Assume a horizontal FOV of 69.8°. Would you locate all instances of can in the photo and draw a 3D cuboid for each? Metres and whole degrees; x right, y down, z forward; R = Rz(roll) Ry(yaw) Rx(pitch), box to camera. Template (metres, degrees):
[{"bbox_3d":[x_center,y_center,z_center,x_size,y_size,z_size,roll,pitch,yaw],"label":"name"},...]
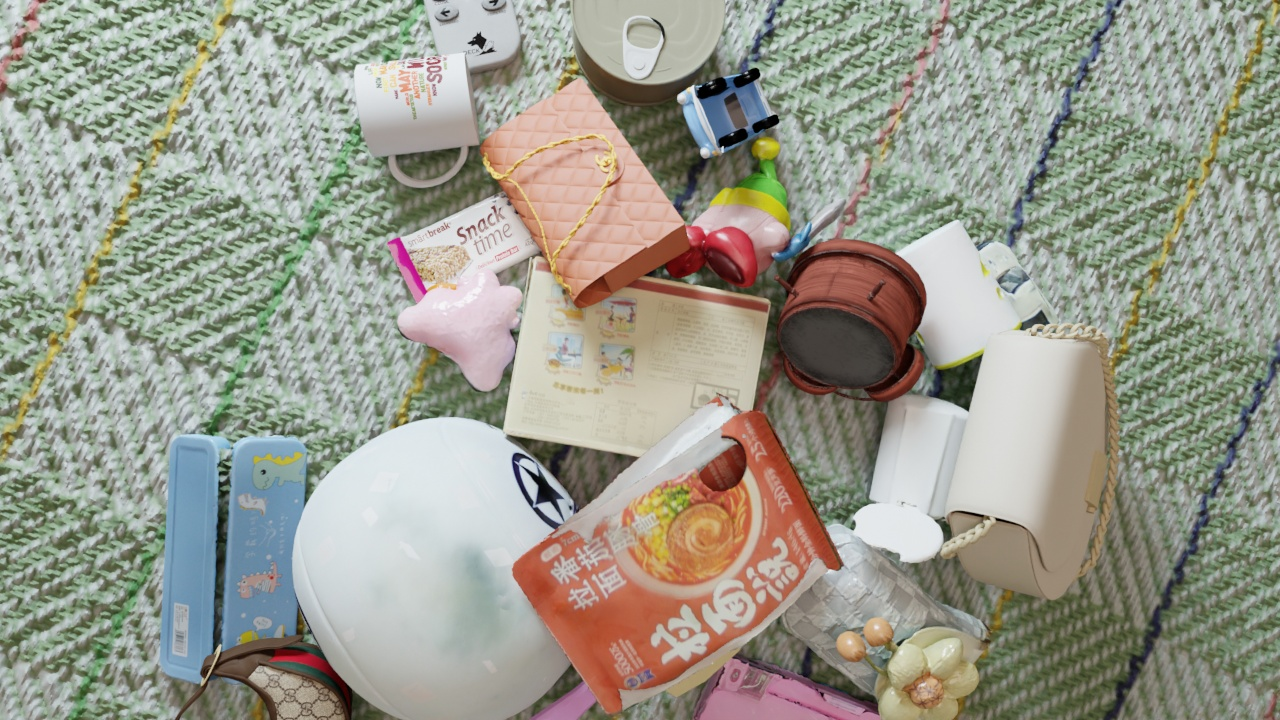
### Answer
[{"bbox_3d":[0.004,-0.289,0.786,0.128,0.073,0.128,0,90,-5],"label":"can"}]

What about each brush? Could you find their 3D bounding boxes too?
[{"bbox_3d":[0.002,0.246,0.758,0.228,0.043,0.089,-33,104,-27],"label":"brush"}]

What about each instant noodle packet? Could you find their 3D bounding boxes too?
[{"bbox_3d":[0.026,0.154,0.719,0.220,0.084,0.164,-33,111,-13],"label":"instant noodle packet"}]

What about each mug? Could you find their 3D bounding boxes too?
[{"bbox_3d":[0.269,-0.057,0.803,0.082,0.082,0.106,-32,92,-4],"label":"mug"},{"bbox_3d":[-0.184,-0.200,0.775,0.089,0.073,0.105,-8,111,-5],"label":"mug"}]

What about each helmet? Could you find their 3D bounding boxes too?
[{"bbox_3d":[-0.154,0.180,0.730,0.236,0.164,0.264,-29,93,-3],"label":"helmet"}]

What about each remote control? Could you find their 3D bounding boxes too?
[{"bbox_3d":[-0.154,-0.328,0.800,0.074,0.019,0.151,-14,91,-4],"label":"remote control"}]

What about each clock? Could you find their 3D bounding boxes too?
[{"bbox_3d":[0.177,-0.024,0.777,0.121,0.158,0.072,6,50,29],"label":"clock"}]

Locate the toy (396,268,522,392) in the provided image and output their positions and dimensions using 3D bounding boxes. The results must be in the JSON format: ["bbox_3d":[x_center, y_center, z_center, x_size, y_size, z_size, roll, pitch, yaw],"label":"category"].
[{"bbox_3d":[-0.146,-0.033,0.784,0.102,0.050,0.093,35,87,-13],"label":"toy"}]

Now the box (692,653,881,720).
[{"bbox_3d":[0.152,0.364,0.804,0.230,0.066,0.158,23,64,-5],"label":"box"}]

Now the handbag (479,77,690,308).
[{"bbox_3d":[-0.052,-0.140,0.757,0.109,0.060,0.172,-32,68,-2],"label":"handbag"}]

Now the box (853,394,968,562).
[{"bbox_3d":[0.231,0.097,0.774,0.083,0.143,0.136,12,91,18],"label":"box"}]

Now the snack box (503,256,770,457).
[{"bbox_3d":[-0.005,0.005,0.794,0.207,0.055,0.153,10,89,-4],"label":"snack box"}]

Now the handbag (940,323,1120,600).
[{"bbox_3d":[0.319,0.083,0.756,0.103,0.208,0.210,8,74,38],"label":"handbag"}]

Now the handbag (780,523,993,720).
[{"bbox_3d":[0.201,0.229,0.778,0.171,0.123,0.113,38,102,-3],"label":"handbag"}]

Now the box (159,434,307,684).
[{"bbox_3d":[-0.345,0.166,0.771,0.120,0.049,0.209,3,91,-3],"label":"box"}]

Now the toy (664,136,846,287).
[{"bbox_3d":[0.094,-0.124,0.783,0.131,0.124,0.097,-37,119,-32],"label":"toy"}]

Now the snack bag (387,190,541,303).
[{"bbox_3d":[-0.119,-0.116,0.805,0.196,0.016,0.070,-26,91,-4],"label":"snack bag"}]

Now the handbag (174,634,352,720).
[{"bbox_3d":[-0.309,0.306,0.751,0.138,0.063,0.166,3,100,-18],"label":"handbag"}]

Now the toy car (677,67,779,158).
[{"bbox_3d":[0.070,-0.205,0.766,0.055,0.153,0.056,-18,102,32],"label":"toy car"}]

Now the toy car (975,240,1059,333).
[{"bbox_3d":[0.337,-0.060,0.834,0.048,0.033,0.105,-37,92,-2],"label":"toy car"}]
